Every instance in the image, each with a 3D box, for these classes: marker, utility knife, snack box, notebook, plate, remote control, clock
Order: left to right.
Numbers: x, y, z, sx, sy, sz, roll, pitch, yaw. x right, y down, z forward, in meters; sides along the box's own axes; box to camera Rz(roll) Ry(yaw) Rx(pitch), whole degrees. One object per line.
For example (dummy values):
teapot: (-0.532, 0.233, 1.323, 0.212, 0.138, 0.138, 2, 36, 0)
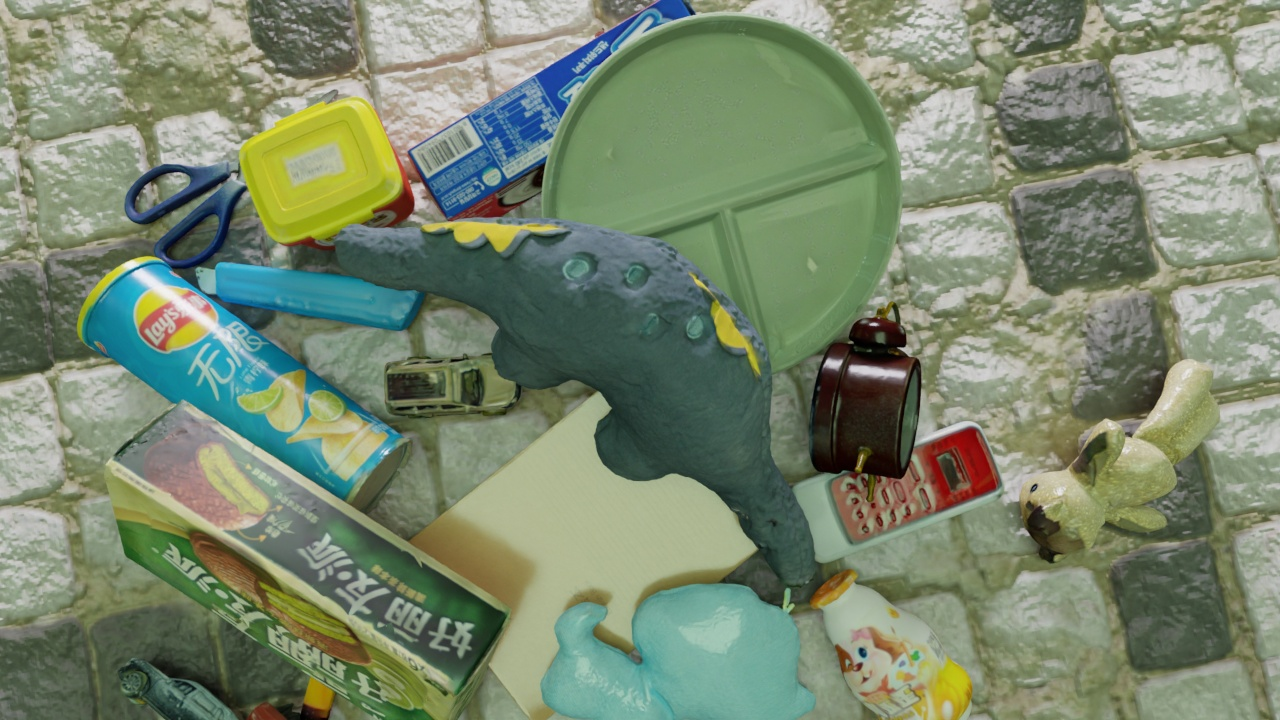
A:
utility knife: (-0.228, -0.046, 0.624, 0.161, 0.018, 0.034, 8, 82, 4)
snack box: (-0.200, 0.132, 0.554, 0.240, 0.115, 0.063, 31, 48, 3)
marker: (-0.216, 0.243, 0.601, 0.018, 0.015, 0.124, 14, 88, 5)
snack box: (-0.198, -0.117, 0.597, 0.091, 0.080, 0.082, -23, 86, 0)
snack box: (-0.048, -0.161, 0.607, 0.207, 0.058, 0.057, -32, 85, -1)
notebook: (-0.031, 0.117, 0.607, 0.211, 0.012, 0.149, -38, 87, -2)
plate: (0.052, -0.098, 0.582, 0.230, 0.027, 0.230, -2, 103, -8)
clock: (0.143, 0.021, 0.570, 0.055, 0.082, 0.121, 8, 68, 26)
remote control: (0.166, 0.086, 0.598, 0.136, 0.020, 0.056, -20, 86, 0)

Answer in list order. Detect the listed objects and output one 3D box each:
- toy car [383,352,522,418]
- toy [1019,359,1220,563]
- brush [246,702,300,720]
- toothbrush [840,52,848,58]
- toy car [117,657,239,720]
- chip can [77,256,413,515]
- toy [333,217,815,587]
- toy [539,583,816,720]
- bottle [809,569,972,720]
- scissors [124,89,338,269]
toy car: (-0.124, 0.017, 0.607, 0.090, 0.035, 0.042, -3, 86, -1)
toy: (0.305, 0.062, 0.580, 0.157, 0.066, 0.105, -40, 127, -6)
brush: (-0.254, 0.286, 0.562, 0.063, 0.069, 0.146, 38, 95, 11)
toothbrush: (0.091, -0.130, 0.621, 0.017, 0.016, 0.187, 33, 87, -4)
toy car: (-0.296, 0.223, 0.591, 0.090, 0.043, 0.034, 38, 60, 2)
chip can: (-0.253, 0.020, 0.591, 0.210, 0.071, 0.071, 35, 87, 4)
toy: (-0.003, 0.003, 0.540, 0.356, 0.091, 0.138, 39, 108, -12)
toy: (0.028, 0.191, 0.577, 0.161, 0.049, 0.156, 39, 101, -5)
bottle: (0.152, 0.182, 0.569, 0.063, 0.063, 0.108, -39, 85, -2)
scissors: (-0.282, -0.140, 0.637, 0.126, 0.012, 0.173, 26, 85, 3)
